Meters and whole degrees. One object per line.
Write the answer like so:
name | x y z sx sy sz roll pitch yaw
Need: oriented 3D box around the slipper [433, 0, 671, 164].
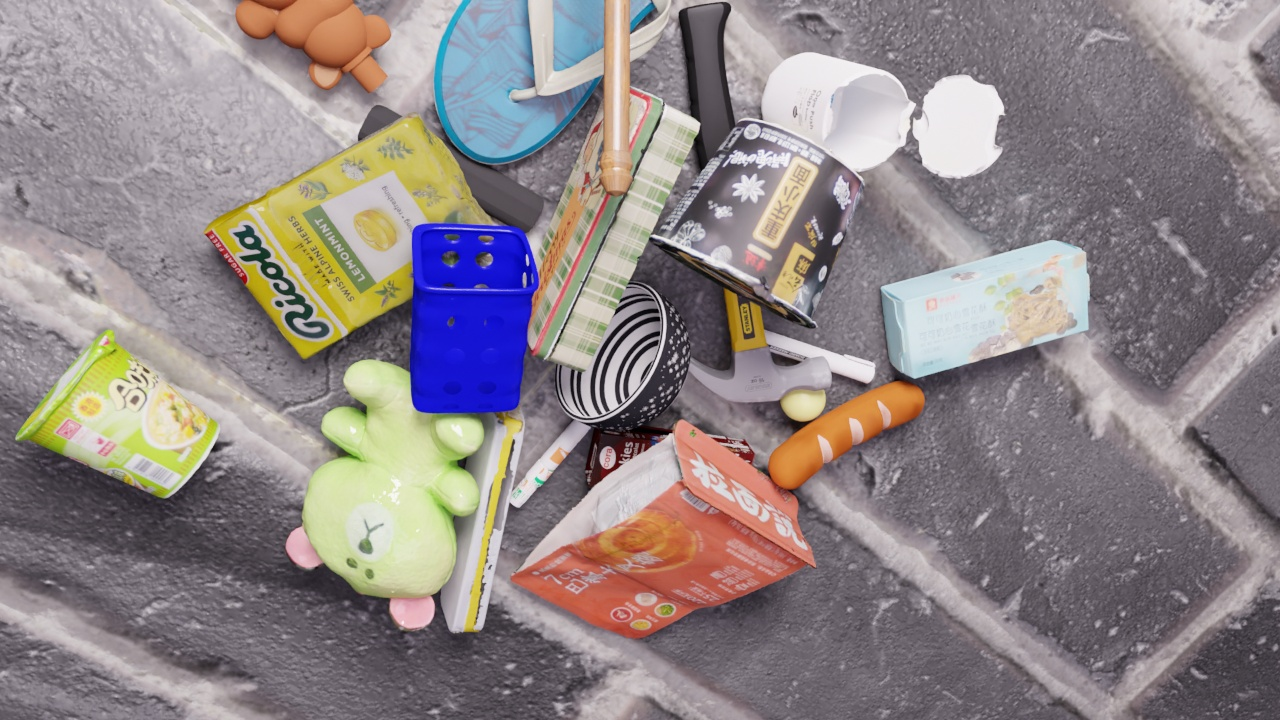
slipper | -0.036 -0.265 0.661 0.295 0.060 0.118 -42 108 4

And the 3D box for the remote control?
remote control | -0.144 -0.146 0.706 0.146 0.015 0.033 28 102 -19

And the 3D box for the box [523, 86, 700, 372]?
box | -0.031 -0.102 0.691 0.051 0.117 0.206 20 106 -19

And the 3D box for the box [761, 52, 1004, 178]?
box | 0.177 -0.183 0.685 0.125 0.156 0.084 1 113 -23

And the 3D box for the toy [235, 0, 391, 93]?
toy | -0.226 -0.246 0.638 0.095 0.065 0.128 -35 121 11

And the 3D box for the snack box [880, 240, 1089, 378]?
snack box | 0.303 -0.046 0.809 0.174 0.053 0.075 -15 111 -6

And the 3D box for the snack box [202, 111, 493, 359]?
snack box | -0.211 -0.093 0.687 0.181 0.045 0.121 -27 115 6

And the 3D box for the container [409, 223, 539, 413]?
container | -0.125 -0.029 0.670 0.084 0.085 0.114 0 129 -17

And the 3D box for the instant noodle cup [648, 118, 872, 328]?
instant noodle cup | 0.091 -0.104 0.669 0.137 0.137 0.112 27 94 -19

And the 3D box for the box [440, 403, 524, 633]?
box | -0.138 0.133 0.784 0.037 0.064 0.210 8 108 -21

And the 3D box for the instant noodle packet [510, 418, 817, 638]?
instant noodle packet | 0.015 0.174 0.804 0.164 0.083 0.221 34 119 -30

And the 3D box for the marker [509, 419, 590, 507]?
marker | -0.064 0.071 0.800 0.017 0.017 0.145 38 99 -21

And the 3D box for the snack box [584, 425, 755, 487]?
snack box | 0.026 0.091 0.816 0.140 0.031 0.051 9 108 -14

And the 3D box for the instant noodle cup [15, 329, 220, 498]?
instant noodle cup | -0.387 0.048 0.693 0.099 0.099 0.108 -44 119 6

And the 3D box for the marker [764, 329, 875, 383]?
marker | 0.148 -0.007 0.811 0.133 0.017 0.020 17 121 -16

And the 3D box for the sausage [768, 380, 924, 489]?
sausage | 0.182 0.063 0.818 0.164 0.044 0.039 -27 136 -17

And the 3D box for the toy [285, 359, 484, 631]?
toy | -0.198 0.101 0.743 0.150 0.107 0.197 27 113 1

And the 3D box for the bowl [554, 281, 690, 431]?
bowl | -0.004 0.004 0.740 0.066 0.120 0.120 29 103 -40

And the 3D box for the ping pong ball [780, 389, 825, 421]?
ping pong ball | 0.144 0.034 0.814 0.040 0.040 0.040 -4 110 -10

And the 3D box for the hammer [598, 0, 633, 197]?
hammer | -0.015 -0.262 0.589 0.162 0.083 0.317 1 86 -9

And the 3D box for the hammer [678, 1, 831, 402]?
hammer | 0.072 -0.117 0.742 0.127 0.029 0.324 -11 107 1
